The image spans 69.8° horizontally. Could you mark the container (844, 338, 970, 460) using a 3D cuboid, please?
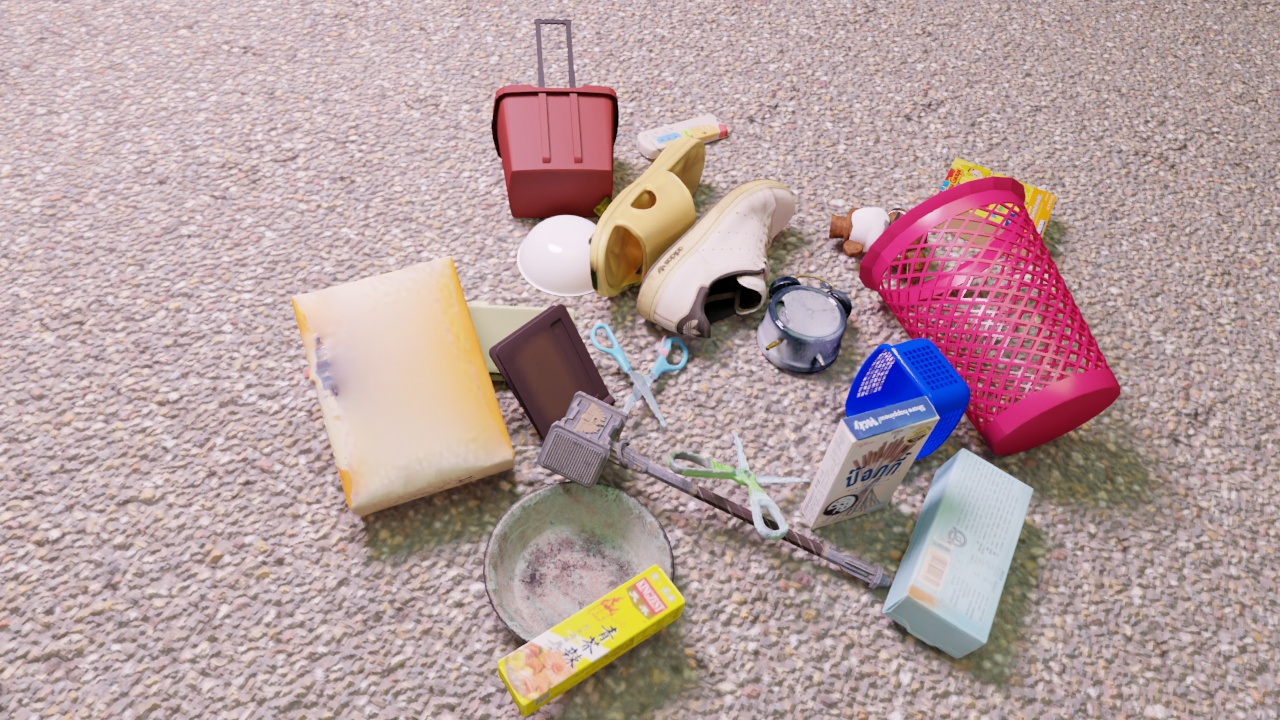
[{"bbox_3d":[0.254,0.039,0.868,0.058,0.114,0.096,-14,55,-24],"label":"container"}]

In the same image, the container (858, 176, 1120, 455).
[{"bbox_3d":[0.351,-0.035,0.907,0.183,0.184,0.225,-14,63,-16],"label":"container"}]

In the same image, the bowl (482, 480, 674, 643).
[{"bbox_3d":[-0.052,0.179,0.772,0.157,0.039,0.157,3,52,-4],"label":"bowl"}]

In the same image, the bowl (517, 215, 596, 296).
[{"bbox_3d":[-0.080,-0.125,1.002,0.110,0.041,0.109,3,52,-4],"label":"bowl"}]

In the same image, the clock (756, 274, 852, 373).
[{"bbox_3d":[0.172,-0.043,0.962,0.090,0.052,0.129,17,48,7],"label":"clock"}]

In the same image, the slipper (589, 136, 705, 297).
[{"bbox_3d":[0.026,-0.153,0.999,0.078,0.100,0.262,20,49,15],"label":"slipper"}]

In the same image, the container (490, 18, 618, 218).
[{"bbox_3d":[-0.098,-0.273,1.060,0.148,0.127,0.200,-2,63,-8],"label":"container"}]

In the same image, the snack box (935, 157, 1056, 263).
[{"bbox_3d":[0.419,-0.181,1.098,0.126,0.040,0.088,25,54,13],"label":"snack box"}]

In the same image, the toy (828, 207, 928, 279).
[{"bbox_3d":[0.272,-0.141,1.044,0.113,0.067,0.087,8,52,11],"label":"toy"}]

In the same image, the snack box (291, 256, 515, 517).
[{"bbox_3d":[-0.207,0.020,0.803,0.145,0.081,0.195,-17,79,-12],"label":"snack box"}]

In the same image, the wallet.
[{"bbox_3d":[-0.081,0.017,0.864,0.091,0.018,0.115,-38,109,-30],"label":"wallet"}]

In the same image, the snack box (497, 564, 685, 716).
[{"bbox_3d":[-0.036,0.213,0.703,0.147,0.029,0.040,-27,60,-24],"label":"snack box"}]

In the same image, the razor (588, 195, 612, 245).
[{"bbox_3d":[-0.039,-0.143,0.987,0.042,0.026,0.105,45,25,-10],"label":"razor"}]

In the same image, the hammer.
[{"bbox_3d":[0.071,0.126,0.808,0.322,0.044,0.098,25,18,2],"label":"hammer"}]

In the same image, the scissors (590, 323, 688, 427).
[{"bbox_3d":[-0.007,0.005,0.908,0.125,0.015,0.135,31,40,1],"label":"scissors"}]

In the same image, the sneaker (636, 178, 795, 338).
[{"bbox_3d":[0.106,-0.106,0.976,0.102,0.089,0.240,34,60,26],"label":"sneaker"}]

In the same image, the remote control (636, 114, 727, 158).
[{"bbox_3d":[0.053,-0.282,1.153,0.125,0.018,0.038,-22,58,-23],"label":"remote control"}]

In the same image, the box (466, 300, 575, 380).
[{"bbox_3d":[-0.159,-0.015,0.904,0.188,0.089,0.077,2,72,-8],"label":"box"}]

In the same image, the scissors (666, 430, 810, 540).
[{"bbox_3d":[0.096,0.108,0.812,0.171,0.023,0.168,8,22,-35],"label":"scissors"}]

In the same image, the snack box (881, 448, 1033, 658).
[{"bbox_3d":[0.280,0.166,0.805,0.075,0.053,0.174,31,56,6],"label":"snack box"}]

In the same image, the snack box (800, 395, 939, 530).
[{"bbox_3d":[0.195,0.092,0.795,0.082,0.150,0.026,-12,54,-16],"label":"snack box"}]
